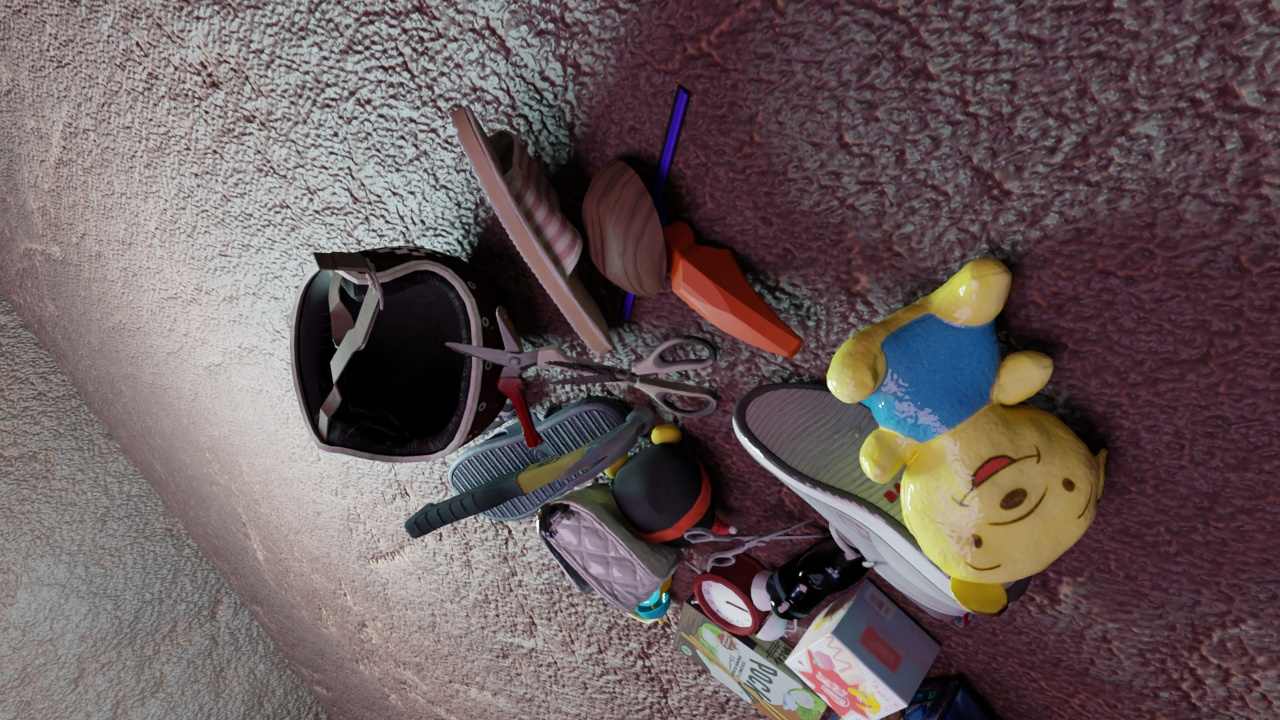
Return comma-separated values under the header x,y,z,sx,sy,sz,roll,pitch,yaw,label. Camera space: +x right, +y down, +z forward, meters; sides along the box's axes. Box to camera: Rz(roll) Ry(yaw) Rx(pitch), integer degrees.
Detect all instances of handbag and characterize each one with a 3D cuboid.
x,y,z,sx,sy,sz,roll,pitch,yaw,label
-0.033,0.191,0.955,0.139,0.072,0.195,43,-177,10,handbag
0.231,0.421,0.851,0.125,0.221,0.205,48,143,1,handbag

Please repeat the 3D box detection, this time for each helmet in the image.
x,y,z,sx,sy,sz,roll,pitch,yaw,label
-0.248,-0.015,0.931,0.234,0.253,0.234,29,114,47,helmet

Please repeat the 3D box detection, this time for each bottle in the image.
x,y,z,sx,sy,sz,roll,pitch,yaw,label
-0.173,0.055,1.080,0.047,0.046,0.113,53,142,-5,bottle

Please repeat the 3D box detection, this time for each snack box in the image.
x,y,z,sx,sy,sz,roll,pitch,yaw,label
0.209,0.280,0.869,0.093,0.079,0.095,43,142,9,snack box
0.127,0.343,1.041,0.186,0.031,0.101,32,139,21,snack box

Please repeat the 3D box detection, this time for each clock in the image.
x,y,z,sx,sy,sz,roll,pitch,yaw,label
-0.006,0.259,1.093,0.099,0.043,0.130,28,130,25,clock
0.109,0.250,0.970,0.125,0.044,0.087,18,132,36,clock

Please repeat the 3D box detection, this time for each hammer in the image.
x,y,z,sx,sy,sz,roll,pitch,yaw,label
-0.136,0.132,0.960,0.334,0.117,0.025,-25,100,35,hammer

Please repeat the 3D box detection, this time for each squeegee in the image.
x,y,z,sx,sy,sz,roll,pitch,yaw,label
0.057,-0.065,0.748,0.185,0.055,0.250,42,142,22,squeegee

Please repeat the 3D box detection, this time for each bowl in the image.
x,y,z,sx,sy,sz,roll,pitch,yaw,label
-0.022,-0.107,0.773,0.119,0.032,0.119,50,151,41,bowl

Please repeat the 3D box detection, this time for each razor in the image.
x,y,z,sx,sy,sz,roll,pitch,yaw,label
0.166,0.203,0.860,0.053,0.063,0.141,43,143,7,razor

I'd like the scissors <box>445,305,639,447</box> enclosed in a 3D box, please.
x,y,z,sx,sy,sz,roll,pitch,yaw,label
-0.088,0.015,0.887,0.200,0.179,0.015,89,169,-45,scissors

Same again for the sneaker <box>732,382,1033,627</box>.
x,y,z,sx,sy,sz,roll,pitch,yaw,label
0.185,0.118,0.755,0.263,0.096,0.129,37,155,24,sneaker

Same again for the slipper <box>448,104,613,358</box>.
x,y,z,sx,sy,sz,roll,pitch,yaw,label
-0.082,-0.113,0.812,0.263,0.052,0.115,59,-176,-36,slipper

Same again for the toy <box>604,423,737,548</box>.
x,y,z,sx,sy,sz,roll,pitch,yaw,label
0.031,0.140,0.918,0.098,0.099,0.119,-32,122,15,toy

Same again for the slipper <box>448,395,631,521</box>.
x,y,z,sx,sy,sz,roll,pitch,yaw,label
-0.103,0.103,1.035,0.264,0.082,0.101,-27,101,31,slipper

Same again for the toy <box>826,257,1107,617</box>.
x,y,z,sx,sy,sz,roll,pitch,yaw,label
0.228,0.052,0.634,0.149,0.084,0.214,-32,94,11,toy

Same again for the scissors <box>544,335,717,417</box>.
x,y,z,sx,sy,sz,roll,pitch,yaw,label
0.000,0.020,0.855,0.164,0.012,0.153,-30,120,29,scissors

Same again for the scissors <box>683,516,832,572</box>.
x,y,z,sx,sy,sz,roll,pitch,yaw,label
0.109,0.179,0.888,0.141,0.014,0.165,5,149,-5,scissors
